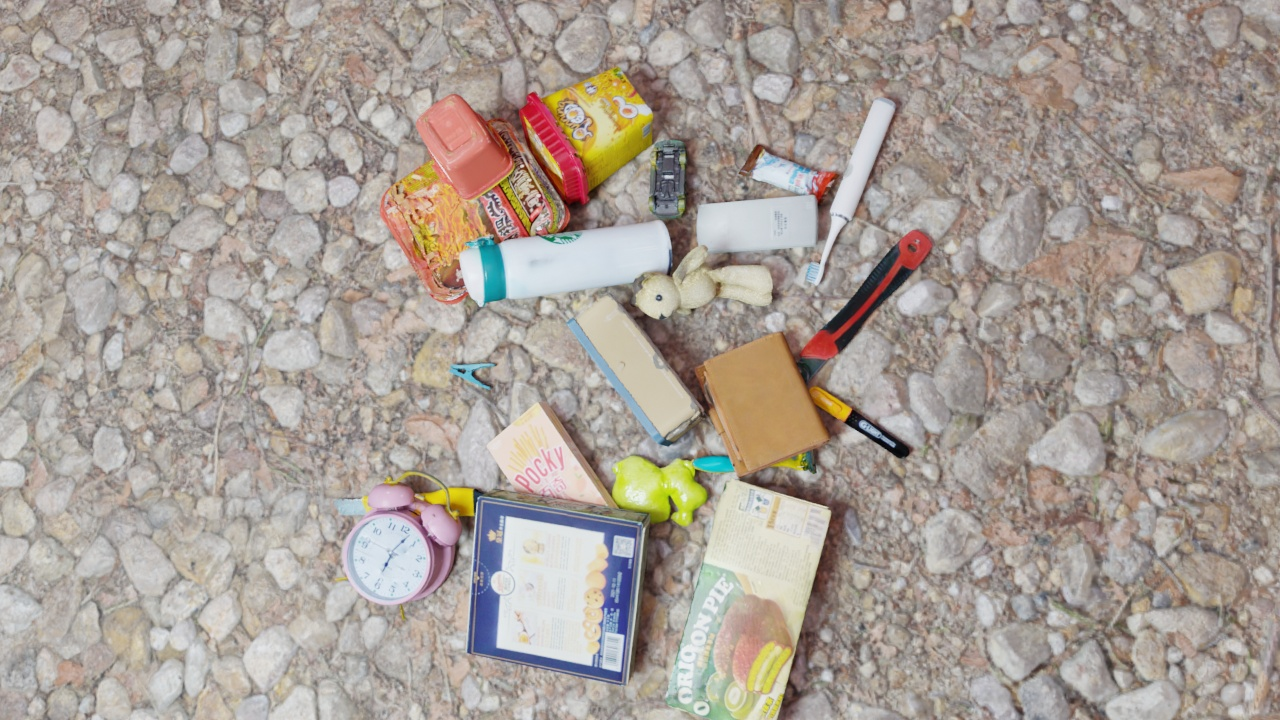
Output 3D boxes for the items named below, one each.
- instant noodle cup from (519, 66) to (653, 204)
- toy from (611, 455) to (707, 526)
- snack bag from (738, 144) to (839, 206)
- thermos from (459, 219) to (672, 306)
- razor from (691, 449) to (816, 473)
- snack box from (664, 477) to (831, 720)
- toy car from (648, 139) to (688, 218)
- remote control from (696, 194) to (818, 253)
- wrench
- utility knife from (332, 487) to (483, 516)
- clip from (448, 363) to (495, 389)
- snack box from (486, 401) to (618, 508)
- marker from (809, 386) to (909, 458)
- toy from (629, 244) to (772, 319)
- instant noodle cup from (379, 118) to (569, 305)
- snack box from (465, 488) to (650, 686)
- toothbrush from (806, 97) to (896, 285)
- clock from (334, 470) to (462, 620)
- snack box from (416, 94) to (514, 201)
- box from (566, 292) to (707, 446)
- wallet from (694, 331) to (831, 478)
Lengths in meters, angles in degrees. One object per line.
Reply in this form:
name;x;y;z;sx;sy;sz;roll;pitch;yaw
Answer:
instant noodle cup;-0.057;-0.259;1.040;0.123;0.116;0.116;-32;77;-8
toy;0.017;0.143;1.000;0.100;0.031;0.096;-27;80;5
snack bag;0.166;-0.208;1.030;0.104;0.026;0.048;28;79;13
thermos;-0.082;-0.109;0.995;0.224;0.073;0.073;-9;79;-14
razor;0.121;0.108;0.988;0.132;0.028;0.043;-6;66;7
snack box;0.114;0.252;0.950;0.114;0.063;0.240;14;84;12
toy car;0.033;-0.205;1.047;0.043;0.036;0.091;2;81;9
remote control;0.129;-0.151;1.021;0.135;0.019;0.056;-2;86;19
wrench;0.215;-0.038;1.000;0.273;0.016;0.056;-44;77;2
utility knife;-0.265;0.164;1.055;0.190;0.015;0.033;-3;84;10
clip;-0.196;0.014;1.067;0.055;0.013;0.034;7;82;12
snack box;-0.096;0.132;1.014;0.085;0.026;0.157;-40;77;17
marker;0.232;0.066;0.981;0.124;0.015;0.018;34;93;12
toy;0.068;-0.076;0.992;0.157;0.105;0.066;-4;61;-12
instant noodle cup;-0.188;-0.165;1.059;0.189;0.079;0.164;-32;77;3
snack box;-0.088;0.238;0.973;0.182;0.045;0.178;8;100;11
toothbrush;0.231;-0.186;1.015;0.026;0.027;0.221;23;86;-6
clock;-0.262;0.197;1.015;0.117;0.059;0.158;27;94;8
snack box;-0.194;-0.232;0.993;0.082;0.080;0.091;-36;73;0
box;-0.006;0.006;0.997;0.063;0.090;0.184;-40;75;3
wallet;0.127;0.046;0.976;0.108;0.031;0.131;-23;71;4
